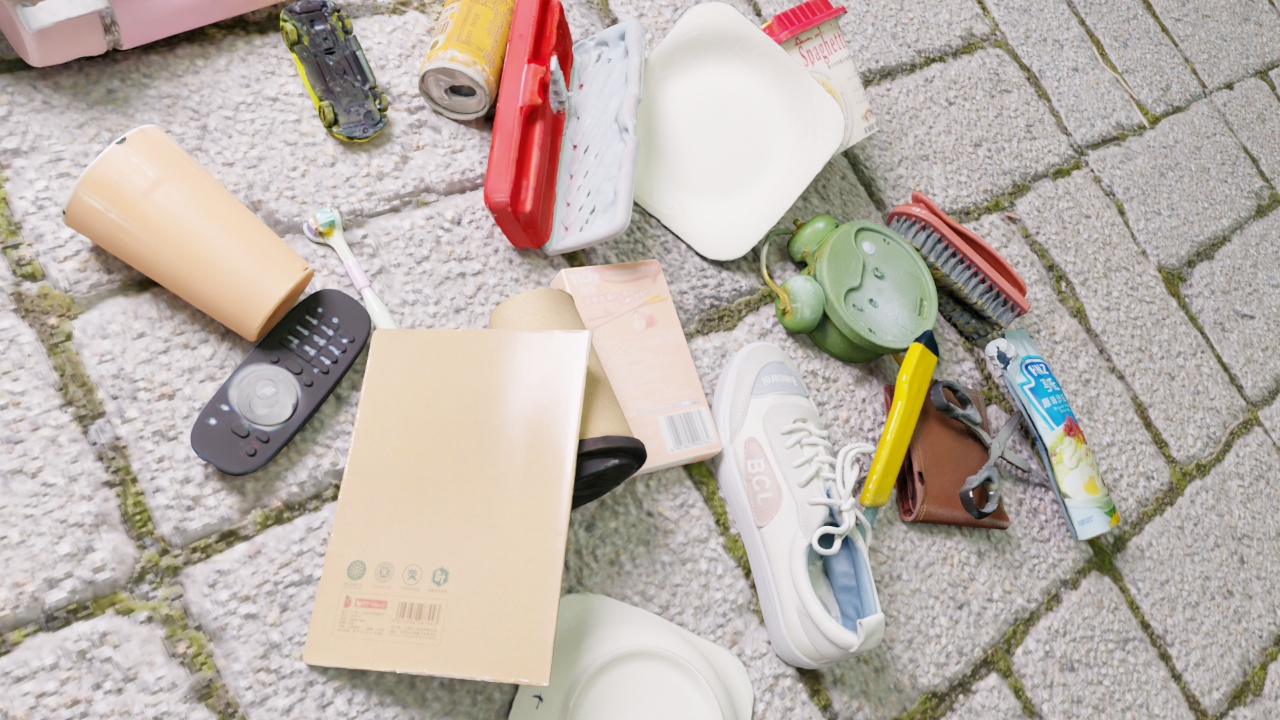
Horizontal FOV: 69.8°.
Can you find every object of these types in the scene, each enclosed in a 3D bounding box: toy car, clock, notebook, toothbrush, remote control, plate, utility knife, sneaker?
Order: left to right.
[{"bbox_3d":[-0.218,0.012,0.563,0.053,0.024,0.136,37,59,-9],"label":"remote control"},{"bbox_3d":[-0.219,-0.204,0.653,0.048,0.032,0.105,-27,93,-33],"label":"toy car"},{"bbox_3d":[-0.167,-0.018,0.605,0.189,0.029,0.020,59,17,5],"label":"toothbrush"},{"bbox_3d":[-0.110,0.077,0.539,0.148,0.008,0.207,0,68,13],"label":"notebook"},{"bbox_3d":[-0.001,0.236,0.567,0.163,0.034,0.164,26,59,-14],"label":"plate"},{"bbox_3d":[0.062,-0.180,0.738,0.163,0.034,0.164,40,101,-6],"label":"plate"},{"bbox_3d":[0.116,0.091,0.653,0.089,0.091,0.242,-1,68,-27],"label":"sneaker"},{"bbox_3d":[0.171,-0.060,0.767,0.161,0.056,0.115,25,59,-15],"label":"clock"},{"bbox_3d":[0.189,0.076,0.711,0.033,0.015,0.223,33,73,-33],"label":"utility knife"}]

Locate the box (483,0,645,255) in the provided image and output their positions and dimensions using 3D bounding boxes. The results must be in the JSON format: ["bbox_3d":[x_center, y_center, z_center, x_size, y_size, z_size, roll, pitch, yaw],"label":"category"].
[{"bbox_3d":[-0.045,-0.180,0.684,0.101,0.095,0.201,-1,66,13],"label":"box"}]

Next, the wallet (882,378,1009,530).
[{"bbox_3d":[0.255,0.078,0.764,0.101,0.032,0.124,8,66,-26],"label":"wallet"}]

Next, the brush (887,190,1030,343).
[{"bbox_3d":[0.283,-0.089,0.830,0.146,0.063,0.069,43,69,-2],"label":"brush"}]

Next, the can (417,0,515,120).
[{"bbox_3d":[-0.125,-0.258,0.706,0.058,0.058,0.145,21,61,-17],"label":"can"}]

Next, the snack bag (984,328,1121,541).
[{"bbox_3d":[0.363,0.060,0.810,0.110,0.039,0.191,-8,73,-43],"label":"snack bag"}]

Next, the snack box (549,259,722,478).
[{"bbox_3d":[-0.004,0.004,0.670,0.084,0.026,0.157,-9,73,-29],"label":"snack box"}]

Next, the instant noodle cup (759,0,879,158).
[{"bbox_3d":[0.135,-0.229,0.796,0.116,0.117,0.124,-35,98,-33],"label":"instant noodle cup"}]

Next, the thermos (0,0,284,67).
[{"bbox_3d":[-0.308,-0.249,0.598,0.198,0.087,0.067,-35,124,-35],"label":"thermos"}]

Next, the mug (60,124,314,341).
[{"bbox_3d":[-0.264,-0.070,0.550,0.123,0.078,0.078,40,57,-12],"label":"mug"}]

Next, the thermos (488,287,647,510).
[{"bbox_3d":[-0.055,0.028,0.602,0.093,0.093,0.143,-6,64,-28],"label":"thermos"}]

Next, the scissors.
[{"bbox_3d":[0.293,0.069,0.767,0.159,0.014,0.180,55,42,-11],"label":"scissors"}]
